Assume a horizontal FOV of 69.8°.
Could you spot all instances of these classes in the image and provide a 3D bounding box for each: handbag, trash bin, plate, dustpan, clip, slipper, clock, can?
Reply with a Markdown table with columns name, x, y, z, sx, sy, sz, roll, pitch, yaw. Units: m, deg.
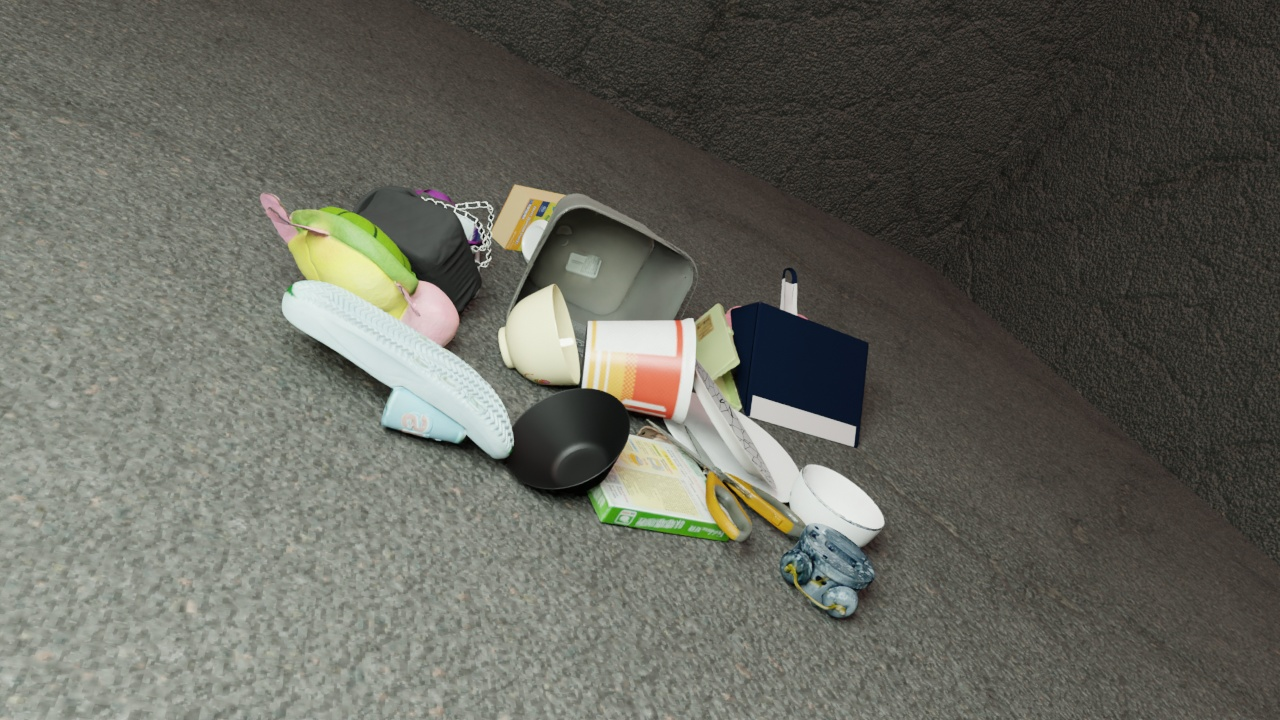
| name | x | y | z | sx | sy | sz | roll | pitch | yaw |
| --- | --- | --- | --- | --- | --- | --- | --- | --- | --- |
| handbag | -0.241 | -0.136 | 1.029 | 0.125 | 0.114 | 0.154 | 27 | -18 | 13 |
| trash bin | -0.059 | -0.110 | 1.202 | 0.197 | 0.198 | 0.220 | 25 | 16 | -16 |
| plate | 0.104 | 0.077 | 1.087 | 0.188 | 0.016 | 0.188 | 56 | 7 | -11 |
| dustpan | 0.241 | -0.020 | 1.420 | 0.236 | 0.272 | 0.080 | 17 | -15 | -32 |
| clip | 0.023 | 0.097 | 1.059 | 0.062 | 0.024 | 0.045 | 24 | 21 | -32 |
| plate | 0.113 | 0.110 | 1.157 | 0.208 | 0.015 | 0.208 | 27 | 22 | -12 |
| slipper | -0.221 | 0.016 | 0.840 | 0.245 | 0.074 | 0.104 | 35 | 12 | -15 |
| handbag | -0.273 | -0.192 | 1.224 | 0.144 | 0.068 | 0.170 | 20 | 17 | -20 |
| clock | 0.196 | 0.223 | 0.971 | 0.090 | 0.052 | 0.129 | 37 | 21 | 14 |
| can | -0.116 | -0.171 | 1.402 | 0.128 | 0.072 | 0.072 | 3 | 35 | -51 |

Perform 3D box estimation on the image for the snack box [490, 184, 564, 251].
| name | x | y | z | sx | sy | sz | roll | pitch | yaw |
| --- | --- | --- | --- | --- | --- | --- | --- | --- | --- |
| snack box | -0.158 | -0.215 | 1.419 | 0.040 | 0.088 | 0.125 | 43 | 24 | 28 |

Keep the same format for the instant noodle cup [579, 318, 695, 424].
| name | x | y | z | sx | sy | sz | roll | pitch | yaw |
| --- | --- | --- | --- | --- | --- | --- | --- | --- | --- |
| instant noodle cup | -0.006 | 0.006 | 1.073 | 0.121 | 0.124 | 0.123 | 6 | 25 | -5 |

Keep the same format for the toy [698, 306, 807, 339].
| name | x | y | z | sx | sy | sz | roll | pitch | yaw |
| --- | --- | --- | --- | --- | --- | --- | --- | --- | --- |
| toy | 0.190 | -0.037 | 1.494 | 0.236 | 0.097 | 0.192 | 6 | 35 | -27 |

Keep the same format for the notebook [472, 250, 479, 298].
| name | x | y | z | sx | sy | sz | roll | pitch | yaw |
| --- | --- | --- | --- | --- | --- | --- | --- | --- | --- |
| notebook | -0.286 | -0.157 | 1.224 | 0.149 | 0.016 | 0.206 | 22 | 23 | -20 |

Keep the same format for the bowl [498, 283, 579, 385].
| name | x | y | z | sx | sy | sz | roll | pitch | yaw |
| --- | --- | --- | --- | --- | --- | --- | --- | --- | --- |
| bowl | -0.120 | -0.022 | 1.049 | 0.074 | 0.118 | 0.117 | -13 | 25 | 5 |

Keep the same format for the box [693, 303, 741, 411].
| name | x | y | z | sx | sy | sz | roll | pitch | yaw |
| --- | --- | --- | --- | --- | --- | --- | --- | --- | --- |
| box | 0.116 | 0.005 | 1.341 | 0.083 | 0.092 | 0.187 | 48 | 18 | -23 |

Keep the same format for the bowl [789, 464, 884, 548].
| name | x | y | z | sx | sy | sz | roll | pitch | yaw |
| --- | --- | --- | --- | --- | --- | --- | --- | --- | --- |
| bowl | 0.223 | 0.182 | 1.082 | 0.113 | 0.063 | 0.113 | 26 | 22 | -12 |

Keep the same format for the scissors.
| name | x | y | z | sx | sy | sz | roll | pitch | yaw |
| --- | --- | --- | --- | --- | --- | --- | --- | --- | --- |
| scissors | 0.092 | 0.138 | 1.001 | 0.225 | 0.016 | 0.224 | 36 | 15 | 2 |

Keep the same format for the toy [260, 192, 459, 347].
| name | x | y | z | sx | sy | sz | roll | pitch | yaw |
| --- | --- | --- | --- | --- | --- | --- | --- | --- | --- |
| toy | -0.271 | -0.083 | 0.906 | 0.190 | 0.087 | 0.238 | 4 | -30 | 45 |

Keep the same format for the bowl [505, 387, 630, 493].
| name | x | y | z | sx | sy | sz | roll | pitch | yaw |
| --- | --- | --- | --- | --- | --- | --- | --- | --- | --- |
| bowl | -0.063 | 0.090 | 0.887 | 0.124 | 0.124 | 0.052 | 55 | -11 | 46 |

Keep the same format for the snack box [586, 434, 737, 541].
| name | x | y | z | sx | sy | sz | roll | pitch | yaw |
| --- | --- | --- | --- | --- | --- | --- | --- | --- | --- |
| snack box | 0.008 | 0.128 | 0.966 | 0.167 | 0.027 | 0.132 | 16 | 26 | -35 |
